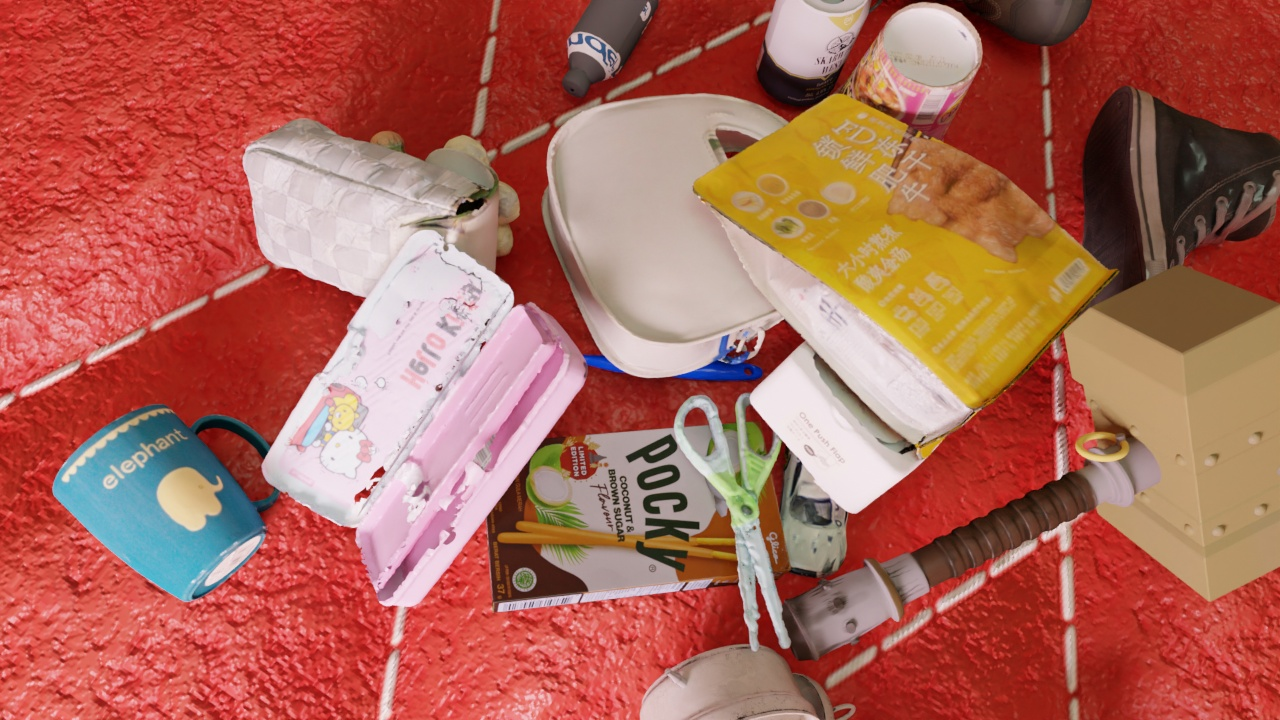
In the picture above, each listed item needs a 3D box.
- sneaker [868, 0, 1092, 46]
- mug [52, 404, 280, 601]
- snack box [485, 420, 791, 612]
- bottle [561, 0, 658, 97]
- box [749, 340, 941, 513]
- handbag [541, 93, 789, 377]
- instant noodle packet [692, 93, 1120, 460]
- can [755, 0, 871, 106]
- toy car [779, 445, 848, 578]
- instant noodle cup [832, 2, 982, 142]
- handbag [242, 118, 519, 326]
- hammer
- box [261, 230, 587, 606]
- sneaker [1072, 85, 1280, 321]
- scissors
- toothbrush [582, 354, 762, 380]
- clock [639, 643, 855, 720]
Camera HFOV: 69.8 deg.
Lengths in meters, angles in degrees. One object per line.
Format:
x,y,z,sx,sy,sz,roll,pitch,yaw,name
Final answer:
0.226,-0.319,0.711,0.142,0.101,0.238,-38,74,-17,sneaker
-0.283,0.084,0.579,0.104,0.085,0.111,44,47,3,mug
-0.006,0.099,0.593,0.186,0.032,0.101,-4,65,-11,snack box
-0.026,-0.250,0.705,0.047,0.047,0.112,26,74,4,bottle
0.146,0.025,0.595,0.102,0.076,0.107,-32,78,-40,box
0.040,-0.094,0.640,0.199,0.093,0.200,-17,73,-13,handbag
0.160,-0.073,0.588,0.162,0.084,0.221,-37,75,-27,instant noodle packet
0.126,-0.244,0.670,0.064,0.127,0.064,1,73,-3,can
0.120,0.093,0.620,0.048,0.033,0.105,11,74,-2,toy car
0.194,-0.198,0.670,0.097,0.109,0.097,1,73,-4,instant noodle cup
-0.171,-0.104,0.621,0.171,0.113,0.123,19,47,10,handbag
0.234,0.098,0.561,0.325,0.100,0.190,-26,117,-2,hammer
-0.130,0.038,0.569,0.150,0.073,0.202,42,103,19,box
0.389,-0.080,0.661,0.120,0.095,0.234,13,66,0,sneaker
0.072,0.095,0.571,0.078,0.033,0.175,-3,62,-15,scissors
-0.004,0.004,0.649,0.182,0.018,0.016,4,69,-5,toothbrush
0.067,0.214,0.556,0.156,0.104,0.061,9,39,-29,clock
